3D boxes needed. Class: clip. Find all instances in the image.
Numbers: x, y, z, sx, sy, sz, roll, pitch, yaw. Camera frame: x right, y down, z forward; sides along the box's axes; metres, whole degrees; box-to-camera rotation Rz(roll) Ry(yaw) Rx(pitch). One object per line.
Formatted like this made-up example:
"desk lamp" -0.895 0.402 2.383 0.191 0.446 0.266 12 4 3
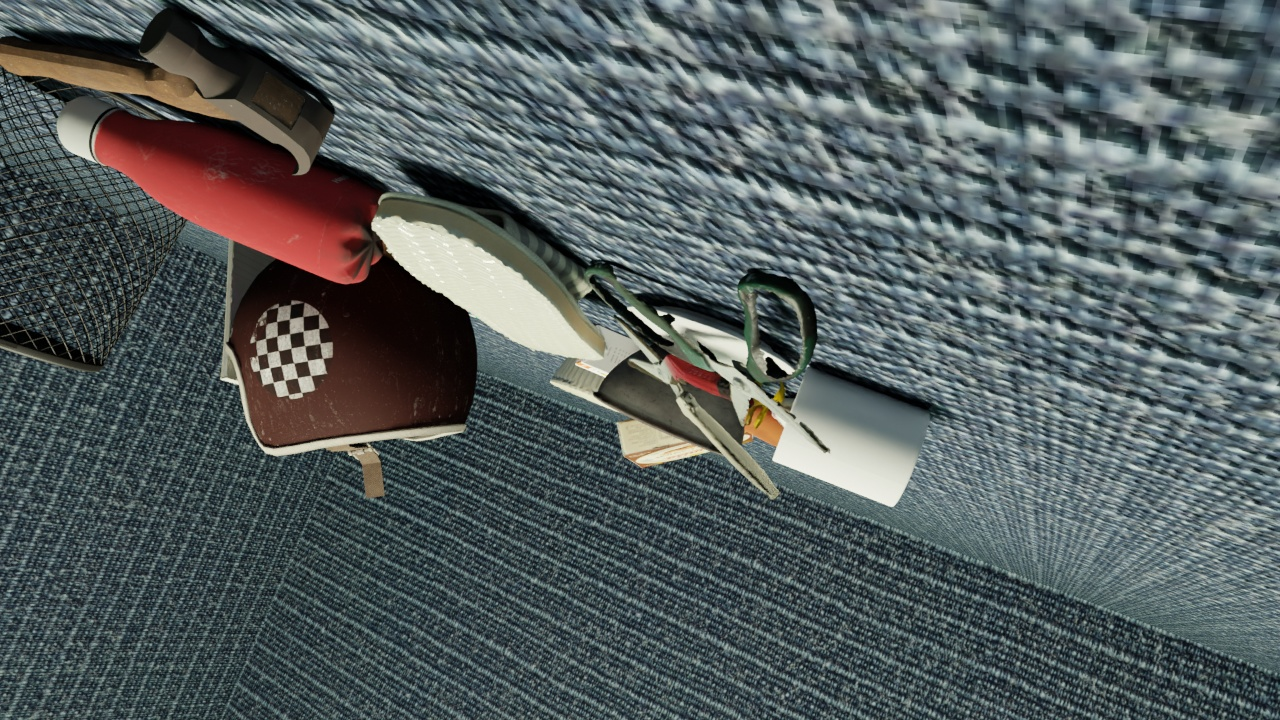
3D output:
"clip" 0.106 0.034 0.808 0.046 0.048 0.054 63 -174 15

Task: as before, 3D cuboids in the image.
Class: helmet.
"helmet" -0.273 0.009 0.895 0.234 0.253 0.233 -10 175 27

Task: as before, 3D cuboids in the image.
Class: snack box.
"snack box" 0.056 0.083 1.058 0.143 0.041 0.147 -14 168 5

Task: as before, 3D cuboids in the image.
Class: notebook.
"notebook" -0.382 -0.062 0.978 0.012 0.208 0.153 -12 162 19

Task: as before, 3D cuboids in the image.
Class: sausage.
"sausage" 0.151 0.070 0.929 0.164 0.044 0.039 25 138 -24

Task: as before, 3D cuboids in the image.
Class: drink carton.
"drink carton" -0.006 0.005 0.929 0.122 0.040 0.058 23 174 -9

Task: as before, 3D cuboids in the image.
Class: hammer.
"hammer" -0.300 -0.167 0.539 0.323 0.033 0.115 18 171 34

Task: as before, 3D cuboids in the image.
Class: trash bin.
"trash bin" -0.479 -0.114 0.758 0.184 0.210 0.184 22 174 2

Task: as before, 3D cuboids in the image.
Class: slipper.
"slipper" -0.091 -0.055 0.653 0.114 0.054 0.272 16 167 21

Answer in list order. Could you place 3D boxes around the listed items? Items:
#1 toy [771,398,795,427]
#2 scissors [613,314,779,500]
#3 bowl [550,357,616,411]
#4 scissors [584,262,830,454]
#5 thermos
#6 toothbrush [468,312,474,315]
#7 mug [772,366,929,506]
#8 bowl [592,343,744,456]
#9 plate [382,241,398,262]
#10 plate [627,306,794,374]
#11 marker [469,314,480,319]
"toy" 0.160 0.059 0.841 0.079 0.038 0.123 16 180 -23
"scissors" 0.045 0.032 0.703 0.179 0.015 0.199 56 163 -5
"bowl" -0.039 0.018 1.047 0.115 0.062 0.115 21 174 2
"scissors" 0.043 -0.019 0.547 0.202 0.015 0.205 38 160 11
"thermos" -0.299 -0.129 0.654 0.240 0.073 0.073 22 174 3
"toothbrush" -0.163 -0.048 0.992 0.167 0.014 0.016 1 167 40
"mug" 0.156 0.050 0.679 0.090 0.074 0.110 21 -161 10
"bowl" 0.036 0.030 0.832 0.145 0.067 0.145 23 -179 -1
"plate" -0.195 -0.100 0.756 0.131 0.025 0.131 22 174 2
"plate" 0.053 -0.017 0.677 0.134 0.011 0.134 22 174 2
"marker" -0.232 -0.072 1.150 0.146 0.017 0.017 19 173 27
